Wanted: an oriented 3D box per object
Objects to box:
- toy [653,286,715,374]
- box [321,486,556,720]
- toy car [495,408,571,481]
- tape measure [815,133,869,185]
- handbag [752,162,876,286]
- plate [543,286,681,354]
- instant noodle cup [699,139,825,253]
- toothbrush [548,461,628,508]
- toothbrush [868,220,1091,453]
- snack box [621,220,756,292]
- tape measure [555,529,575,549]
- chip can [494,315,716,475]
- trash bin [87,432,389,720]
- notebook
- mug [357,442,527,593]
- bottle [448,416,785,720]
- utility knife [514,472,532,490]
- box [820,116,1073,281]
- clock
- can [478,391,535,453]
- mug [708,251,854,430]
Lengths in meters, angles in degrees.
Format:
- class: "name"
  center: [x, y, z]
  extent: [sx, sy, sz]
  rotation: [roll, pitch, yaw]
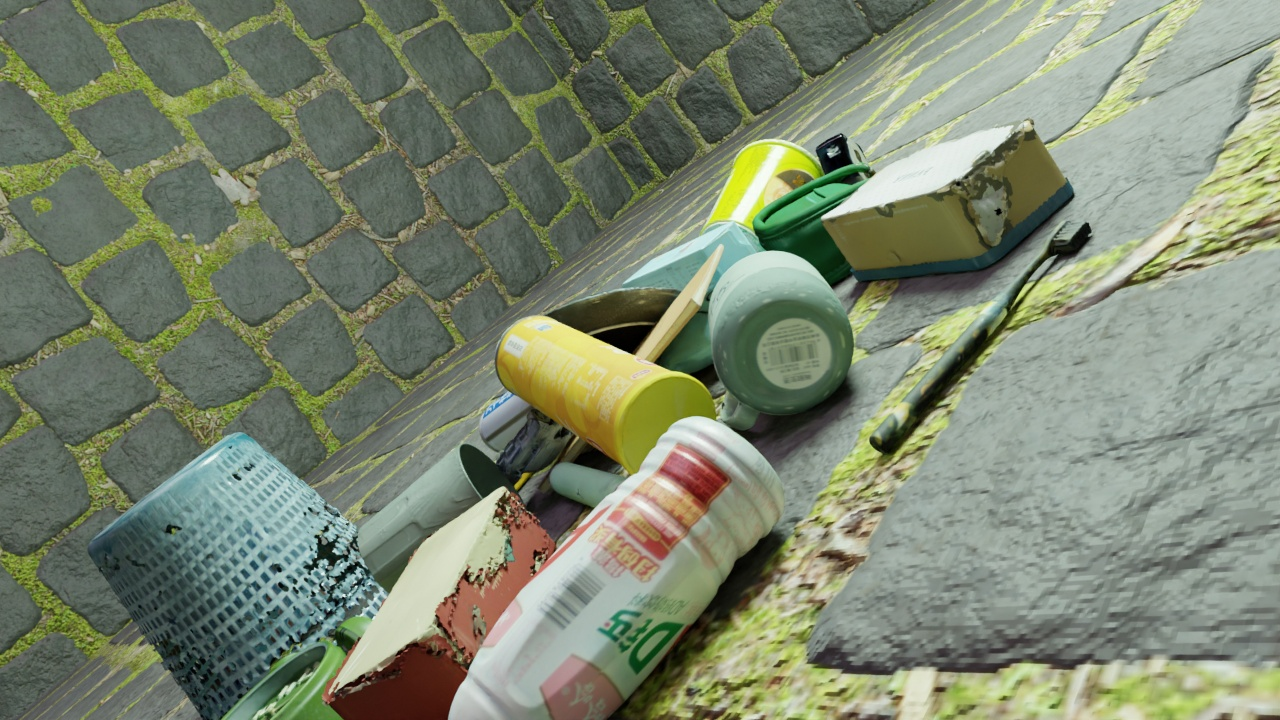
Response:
- class: "toy"
  center: [0.051, -0.022, 0.771]
  extent: [0.161, 0.050, 0.156]
  rotation: [-45, 11, -7]
- class: "box"
  center: [-0.110, 0.141, 0.531]
  extent: [0.091, 0.077, 0.168]
  rotation: [-35, 12, 16]
- class: "toy car"
  center: [-0.077, 0.063, 0.755]
  extent: [0.054, 0.037, 0.120]
  rotation: [-52, -6, 18]
- class: "tape measure"
  center: [0.207, -0.187, 0.910]
  extent: [0.034, 0.066, 0.065]
  rotation: [-27, -12, 29]
- class: "handbag"
  center: [0.161, -0.120, 0.776]
  extent: [0.120, 0.068, 0.131]
  rotation: [-35, 12, 8]
- class: "plate"
  center: [-0.027, -0.019, 0.866]
  extent: [0.179, 0.024, 0.180]
  rotation: [-12, -21, -5]
- class: "instant noodle cup"
  center: [0.120, -0.143, 0.928]
  extent: [0.112, 0.111, 0.123]
  rotation: [-23, 26, 51]
- class: "toothbrush"
  center: [-0.020, 0.087, 0.604]
  extent: [0.026, 0.027, 0.225]
  rotation: [-10, 2, -20]
- class: "toothbrush"
  center: [0.175, -0.017, 0.462]
  extent: [0.185, 0.012, 0.017]
  rotation: [-42, 23, -23]
- class: "snack box"
  center: [0.054, -0.076, 0.908]
  extent: [0.051, 0.074, 0.175]
  rotation: [-42, 12, -25]
- class: "tape measure"
  center: [-0.030, 0.112, 0.524]
  extent: [0.059, 0.029, 0.057]
  rotation: [-44, 13, -34]
- class: "chip can"
  center: [-0.034, 0.020, 0.647]
  extent: [0.072, 0.072, 0.213]
  rotation: [-40, 29, -16]
- class: "trash bin"
  center: [-0.341, 0.179, 0.782]
  extent: [0.227, 0.195, 0.226]
  rotation: [-36, 12, 8]
- class: "notebook"
  center: [-0.005, 0.004, 0.762]
  extent: [0.212, 0.012, 0.149]
  rotation: [-51, 5, 26]
- class: "mug"
  center: [-0.148, 0.125, 0.718]
  extent: [0.103, 0.083, 0.124]
  rotation: [-38, 0, 5]
- class: "bottle"
  center: [-0.018, 0.113, 0.404]
  extent: [0.196, 0.068, 0.068]
  rotation: [-46, 14, -20]
- class: "utility knife"
  center: [-0.118, 0.112, 0.827]
  extent: [0.033, 0.015, 0.214]
  rotation: [-33, 12, 37]
- class: "box"
  center: [0.197, -0.104, 0.628]
  extent: [0.089, 0.061, 0.184]
  rotation: [-38, 9, -9]
- class: "clock"
  center: [-0.206, 0.218, 0.565]
  extent: [0.116, 0.056, 0.160]
  rotation: [-31, 12, 23]
- class: "can"
  center: [-0.100, 0.043, 0.870]
  extent: [0.135, 0.053, 0.053]
  rotation: [-34, 10, 43]
- class: "mug"
  center: [0.078, -0.006, 0.566]
  extent: [0.106, 0.082, 0.112]
  rotation: [-82, 16, -73]
